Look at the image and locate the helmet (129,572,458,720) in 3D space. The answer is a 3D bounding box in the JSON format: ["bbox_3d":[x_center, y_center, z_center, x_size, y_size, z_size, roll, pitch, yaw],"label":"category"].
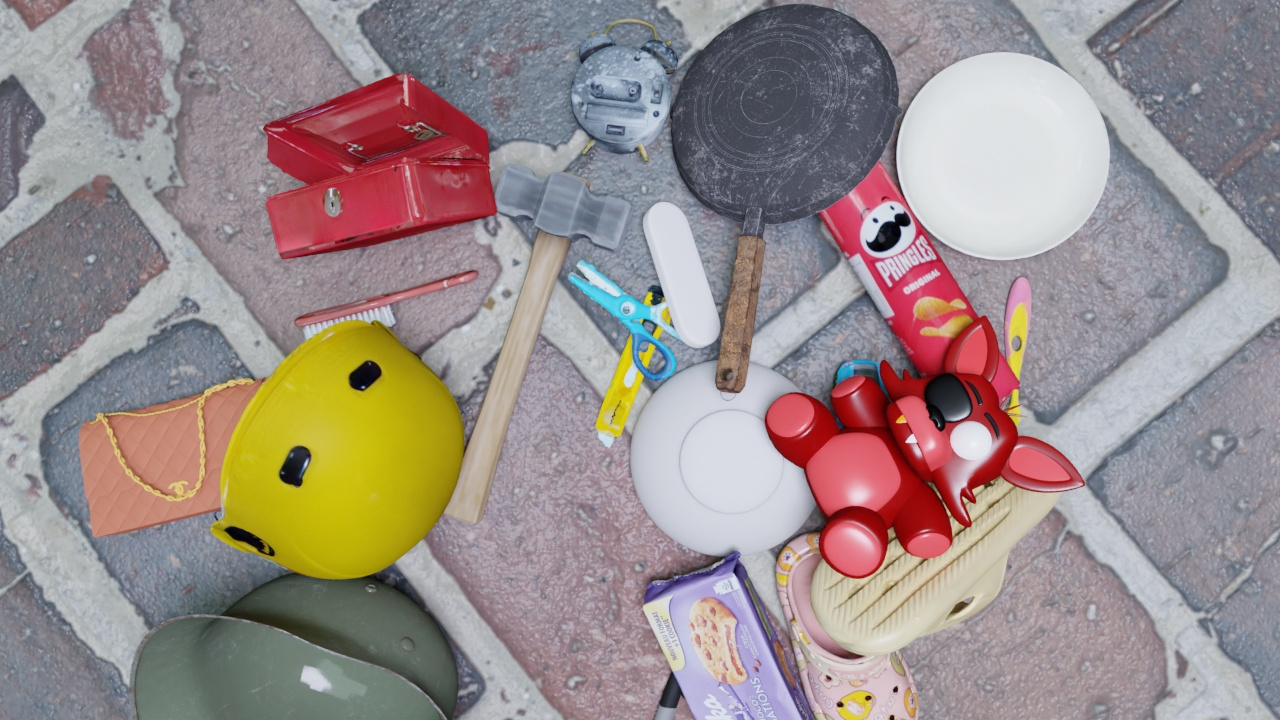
[{"bbox_3d":[-0.250,0.269,0.759,0.268,0.153,0.227,21,114,8],"label":"helmet"}]

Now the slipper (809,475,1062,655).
[{"bbox_3d":[0.251,0.161,0.765,0.261,0.111,0.079,-33,125,-19],"label":"slipper"}]

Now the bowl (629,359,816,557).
[{"bbox_3d":[0.078,0.086,0.799,0.176,0.066,0.176,0,88,3],"label":"bowl"}]

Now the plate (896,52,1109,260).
[{"bbox_3d":[0.315,-0.177,0.812,0.182,0.034,0.182,0,88,3],"label":"plate"}]

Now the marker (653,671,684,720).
[{"bbox_3d":[0.020,0.331,0.820,0.022,0.016,0.138,18,90,-20],"label":"marker"}]

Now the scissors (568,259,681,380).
[{"bbox_3d":[-0.013,-0.037,0.806,0.140,0.015,0.083,30,87,-25],"label":"scissors"}]

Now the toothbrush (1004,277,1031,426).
[{"bbox_3d":[0.334,-0.007,0.817,0.021,0.016,0.135,5,86,5],"label":"toothbrush"}]

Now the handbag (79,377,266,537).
[{"bbox_3d":[-0.413,0.086,0.829,0.172,0.060,0.109,-14,83,2],"label":"handbag"}]

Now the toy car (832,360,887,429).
[{"bbox_3d":[0.196,0.052,0.812,0.048,0.032,0.105,1,89,2],"label":"toy car"}]

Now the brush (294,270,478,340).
[{"bbox_3d":[-0.228,-0.047,0.836,0.172,0.041,0.030,-15,104,0],"label":"brush"}]

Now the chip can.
[{"bbox_3d":[0.237,-0.060,0.793,0.073,0.073,0.233,-32,87,1],"label":"chip can"}]

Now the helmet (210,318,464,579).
[{"bbox_3d":[-0.219,0.084,0.731,0.139,0.240,0.208,33,69,0],"label":"helmet"}]

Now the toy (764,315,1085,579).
[{"bbox_3d":[0.214,0.069,0.720,0.197,0.120,0.158,-27,63,10],"label":"toy"}]

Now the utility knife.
[{"bbox_3d":[-0.005,0.005,0.833,0.030,0.017,0.155,21,92,7],"label":"utility knife"}]

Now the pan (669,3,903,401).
[{"bbox_3d":[0.100,-0.142,0.773,0.208,0.040,0.356,6,79,27],"label":"pan"}]

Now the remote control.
[{"bbox_3d":[0.037,-0.077,0.820,0.043,0.013,0.136,-13,81,-31],"label":"remote control"}]

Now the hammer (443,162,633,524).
[{"bbox_3d":[-0.110,-0.011,0.824,0.117,0.051,0.323,19,92,3],"label":"hammer"}]

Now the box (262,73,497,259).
[{"bbox_3d":[-0.215,-0.142,0.773,0.158,0.136,0.122,-12,79,24],"label":"box"}]

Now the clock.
[{"bbox_3d":[-0.015,-0.246,0.822,0.090,0.052,0.129,8,89,3],"label":"clock"}]

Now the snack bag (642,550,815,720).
[{"bbox_3d":[0.086,0.270,0.789,0.096,0.058,0.205,-24,90,20],"label":"snack bag"}]

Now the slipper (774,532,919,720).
[{"bbox_3d":[0.174,0.245,0.782,0.093,0.081,0.197,-22,85,3],"label":"slipper"}]
